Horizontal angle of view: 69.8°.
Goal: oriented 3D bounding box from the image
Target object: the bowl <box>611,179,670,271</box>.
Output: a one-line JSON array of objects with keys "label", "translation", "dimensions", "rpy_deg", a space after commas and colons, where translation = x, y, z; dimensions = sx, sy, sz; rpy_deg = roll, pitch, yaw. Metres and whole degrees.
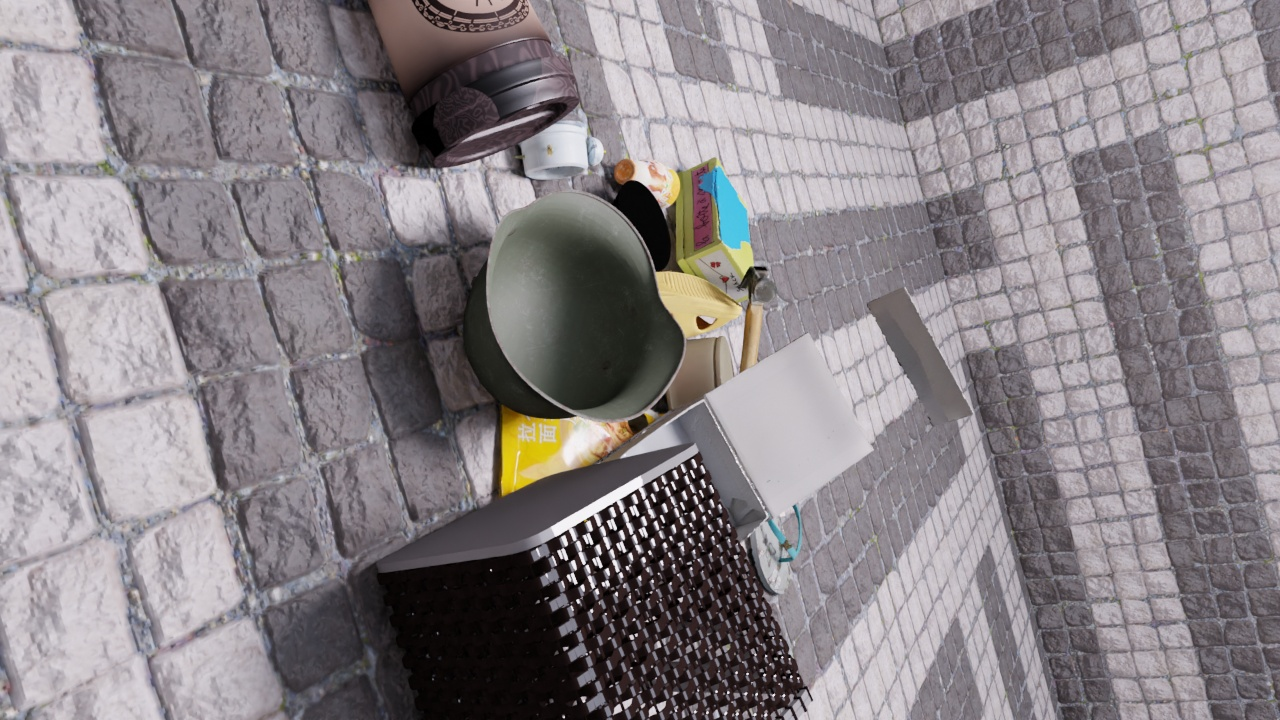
[{"label": "bowl", "translation": [-0.015, -0.170, 1.211], "dimensions": [0.124, 0.053, 0.124], "rpy_deg": [31, 52, -50]}]

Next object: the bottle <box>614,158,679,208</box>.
[{"label": "bottle", "translation": [0.007, -0.249, 1.271], "dimensions": [0.109, 0.063, 0.063], "rpy_deg": [11, 69, -56]}]

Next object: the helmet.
[{"label": "helmet", "translation": [-0.087, -0.044, 0.934], "dimensions": [0.227, 0.154, 0.267], "rpy_deg": [33, 54, -23]}]

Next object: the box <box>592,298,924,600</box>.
[{"label": "box", "translation": [0.138, 0.095, 1.063], "dimensions": [0.417, 0.109, 0.166], "rpy_deg": [-31, 93, -32]}]

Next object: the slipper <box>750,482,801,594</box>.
[{"label": "slipper", "translation": [0.198, 0.226, 1.373], "dimensions": [0.098, 0.055, 0.269], "rpy_deg": [-20, 100, -54]}]

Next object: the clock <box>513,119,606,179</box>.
[{"label": "clock", "translation": [-0.093, -0.249, 1.088], "dimensions": [0.117, 0.083, 0.057], "rpy_deg": [-7, 89, -56]}]

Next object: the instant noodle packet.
[{"label": "instant noodle packet", "translation": [-0.064, 0.118, 1.004], "dimensions": [0.221, 0.084, 0.162], "rpy_deg": [21, 58, -41]}]

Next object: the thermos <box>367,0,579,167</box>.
[{"label": "thermos", "translation": [-0.181, -0.330, 0.909], "dimensions": [0.172, 0.173, 0.226], "rpy_deg": [-33, 100, -58]}]

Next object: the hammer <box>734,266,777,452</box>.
[{"label": "hammer", "translation": [0.149, 0.029, 1.287], "dimensions": [0.132, 0.033, 0.331], "rpy_deg": [-97, -170, -69]}]

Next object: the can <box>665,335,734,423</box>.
[{"label": "can", "translation": [0.082, 0.032, 1.229], "dimensions": [0.127, 0.073, 0.128], "rpy_deg": [-5, 89, -76]}]

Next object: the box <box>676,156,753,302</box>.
[{"label": "box", "translation": [0.111, -0.191, 1.375], "dimensions": [0.124, 0.079, 0.220], "rpy_deg": [49, 27, -39]}]

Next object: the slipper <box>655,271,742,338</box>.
[{"label": "slipper", "translation": [0.033, -0.067, 1.198], "dimensions": [0.262, 0.099, 0.078], "rpy_deg": [3, 114, -45]}]

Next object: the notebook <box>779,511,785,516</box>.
[{"label": "notebook", "translation": [0.181, 0.142, 1.429], "dimensions": [0.152, 0.012, 0.208], "rpy_deg": [9, 74, -57]}]

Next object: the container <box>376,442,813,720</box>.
[{"label": "container", "translation": [-0.045, 0.234, 0.784], "dimensions": [0.244, 0.248, 0.243], "rpy_deg": [-23, 94, -48]}]
